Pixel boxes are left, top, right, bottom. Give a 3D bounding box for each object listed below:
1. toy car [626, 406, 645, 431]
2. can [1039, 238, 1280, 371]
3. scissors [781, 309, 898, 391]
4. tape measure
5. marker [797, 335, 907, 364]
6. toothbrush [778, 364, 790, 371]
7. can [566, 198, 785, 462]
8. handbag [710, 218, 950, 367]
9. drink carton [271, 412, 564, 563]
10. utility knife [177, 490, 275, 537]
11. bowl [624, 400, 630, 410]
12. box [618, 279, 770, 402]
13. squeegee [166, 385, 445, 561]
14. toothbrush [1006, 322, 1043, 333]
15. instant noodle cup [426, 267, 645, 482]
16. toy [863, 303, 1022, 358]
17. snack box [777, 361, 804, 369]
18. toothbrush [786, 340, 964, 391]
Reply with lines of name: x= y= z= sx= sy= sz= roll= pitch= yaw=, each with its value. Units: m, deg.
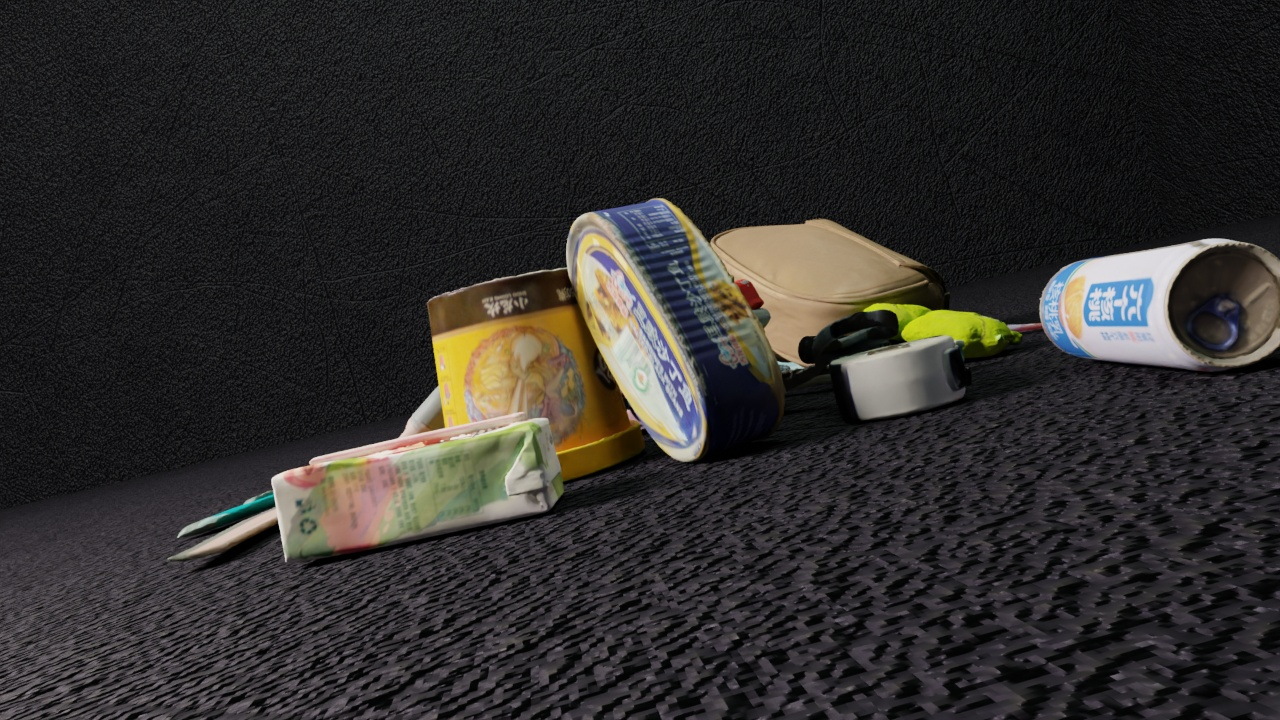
toy car: x=0.039 y=0.025 z=0.652 sx=0.122 sy=0.037 sz=0.056 roll=-25 pitch=-4 yaw=-6
can: x=0.232 y=-0.024 z=0.418 sx=0.053 sy=0.053 sz=0.134 roll=-13 pitch=1 yaw=5
scissors: x=0.103 y=0.006 z=0.557 sx=0.159 sy=0.014 sz=0.178 roll=2 pitch=-21 yaw=-7
tape measure: x=0.132 y=0.008 z=0.470 sx=0.066 sy=0.033 sz=0.066 roll=-14 pitch=1 yaw=8
marker: x=0.170 y=-0.009 z=0.673 sx=0.131 sy=0.020 sz=0.022 roll=-2 pitch=-20 yaw=-32
toothbrush: x=0.028 y=0.027 z=0.804 sx=0.225 sy=0.026 sz=0.027 roll=-12 pitch=18 yaw=32
can: x=0.015 y=-0.018 z=0.477 sx=0.049 sy=0.148 sz=0.075 roll=-16 pitch=-26 yaw=-30
handbag: x=0.150 y=-0.056 z=0.780 sx=0.147 sy=0.100 sz=0.204 roll=-14 pitch=29 yaw=-18
drink carton: x=-0.100 y=0.057 z=0.425 sx=0.122 sy=0.045 sz=0.053 roll=-12 pitch=1 yaw=4
utility knife: x=-0.289 y=0.109 z=0.721 sx=0.029 sy=0.013 sz=0.186 roll=-24 pitch=-2 yaw=15
bowl: x=0.021 y=-0.006 z=0.751 sx=0.116 sy=0.066 sz=0.116 roll=-20 pitch=16 yaw=6
box: x=-0.003 y=0.008 z=0.651 sx=0.202 sy=0.047 sz=0.086 roll=-28 pitch=-3 yaw=37
squeegee: x=-0.154 y=0.044 z=0.606 sx=0.249 sy=0.040 sz=0.248 roll=-39 pitch=3 yaw=-6
toothbrush: x=0.283 y=-0.026 z=0.738 sx=0.188 sy=0.017 sz=0.016 roll=-12 pitch=1 yaw=26
instant noodle cup: x=-0.067 y=0.011 z=0.538 sx=0.118 sy=0.114 sz=0.118 roll=-13 pitch=1 yaw=0
toy: x=0.207 y=-0.021 z=0.638 sx=0.096 sy=0.031 sz=0.100 roll=-2 pitch=14 yaw=-22
snack box: x=0.183 y=-0.024 z=0.877 sx=0.175 sy=0.051 sz=0.074 roll=-13 pitch=2 yaw=16
toothbrush: x=0.136 y=0.011 z=0.637 sx=0.190 sy=0.020 sz=0.029 roll=-13 pitch=33 yaw=49
